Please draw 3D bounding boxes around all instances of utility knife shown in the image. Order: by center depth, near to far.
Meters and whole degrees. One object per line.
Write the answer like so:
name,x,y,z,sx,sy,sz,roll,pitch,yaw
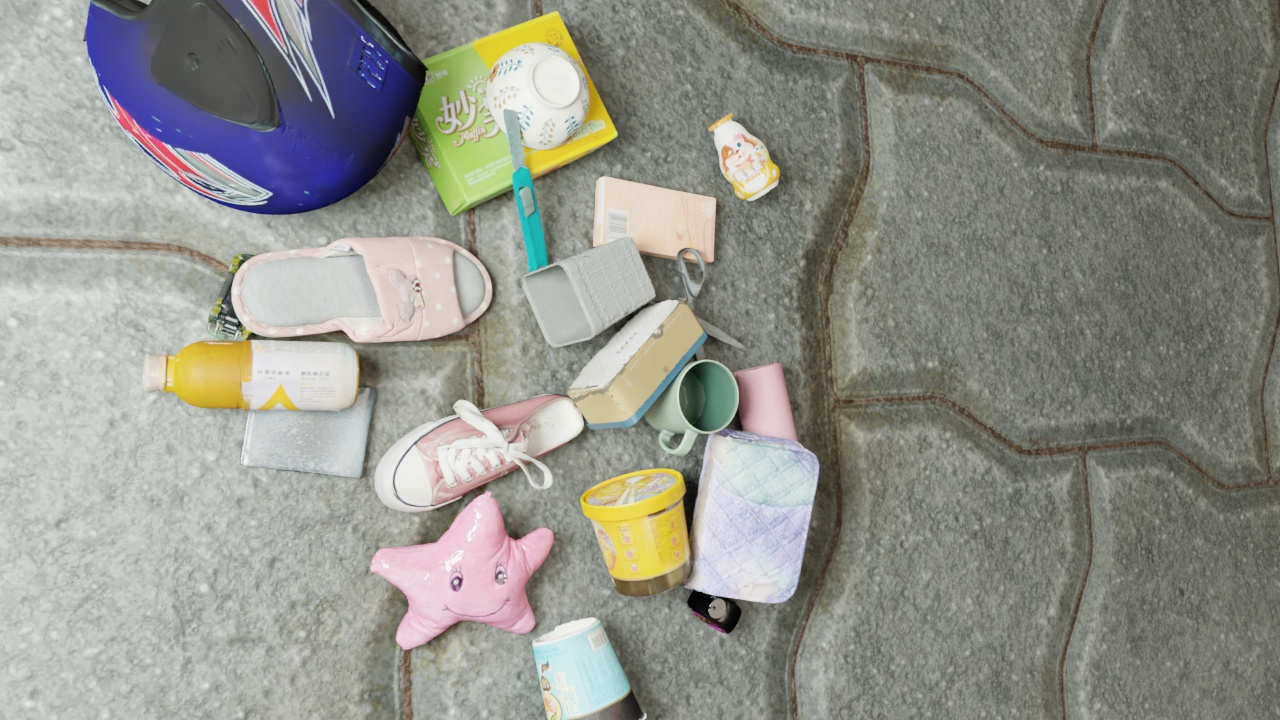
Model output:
utility knife,-0.125,-0.172,1.004,0.029,0.013,0.217,-34,133,-31

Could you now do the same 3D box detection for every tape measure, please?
tape measure,0.092,0.299,1.105,0.058,0.057,0.039,42,70,-26

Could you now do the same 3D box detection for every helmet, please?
helmet,-0.365,-0.277,0.829,0.240,0.247,0.315,-43,103,4

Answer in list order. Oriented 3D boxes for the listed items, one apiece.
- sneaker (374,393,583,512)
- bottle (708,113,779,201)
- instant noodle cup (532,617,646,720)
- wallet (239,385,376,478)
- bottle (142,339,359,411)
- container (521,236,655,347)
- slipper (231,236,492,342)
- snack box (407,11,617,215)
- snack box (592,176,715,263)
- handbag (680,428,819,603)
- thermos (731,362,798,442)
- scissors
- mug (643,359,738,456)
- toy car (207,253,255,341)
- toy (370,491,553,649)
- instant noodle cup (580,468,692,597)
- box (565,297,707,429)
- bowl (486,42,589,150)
sneaker,-0.162,0.093,0.980,0.240,0.088,0.118,-20,94,-28
bottle,0.130,-0.260,1.171,0.063,0.063,0.108,-39,102,-24
instant noodle cup,-0.065,0.351,1.003,0.111,0.111,0.120,-17,85,-27
wallet,-0.338,0.066,0.935,0.120,0.019,0.097,11,79,-24
bottle,-0.370,0.014,0.881,0.189,0.068,0.068,2,85,-23
container,-0.055,-0.082,1.042,0.114,0.090,0.090,-31,103,-38
slipper,-0.273,-0.074,0.942,0.273,0.055,0.114,-6,88,-36
snack box,-0.151,-0.277,1.028,0.209,0.070,0.157,-31,100,-26
snack box,0.019,-0.170,1.128,0.157,0.026,0.084,6,83,-26
handbag,0.129,0.184,1.089,0.134,0.075,0.194,11,93,-9
thermos,0.172,0.103,1.162,0.087,0.067,0.198,-16,92,-52
scissors,0.058,-0.052,1.132,0.159,0.014,0.181,-5,101,-14
mug,0.050,0.058,1.078,0.082,0.106,0.111,21,76,-24
toy car,-0.395,-0.061,0.905,0.043,0.036,0.091,23,73,-23
toy,-0.184,0.217,0.958,0.194,0.074,0.179,4,106,-28
instant noodle cup,0.003,0.196,1.042,0.118,0.119,0.114,-19,101,-27
box,-0.006,0.006,1.038,0.183,0.090,0.060,-50,116,-31
bowl,-0.102,-0.289,0.979,0.113,0.062,0.113,2,84,-25
